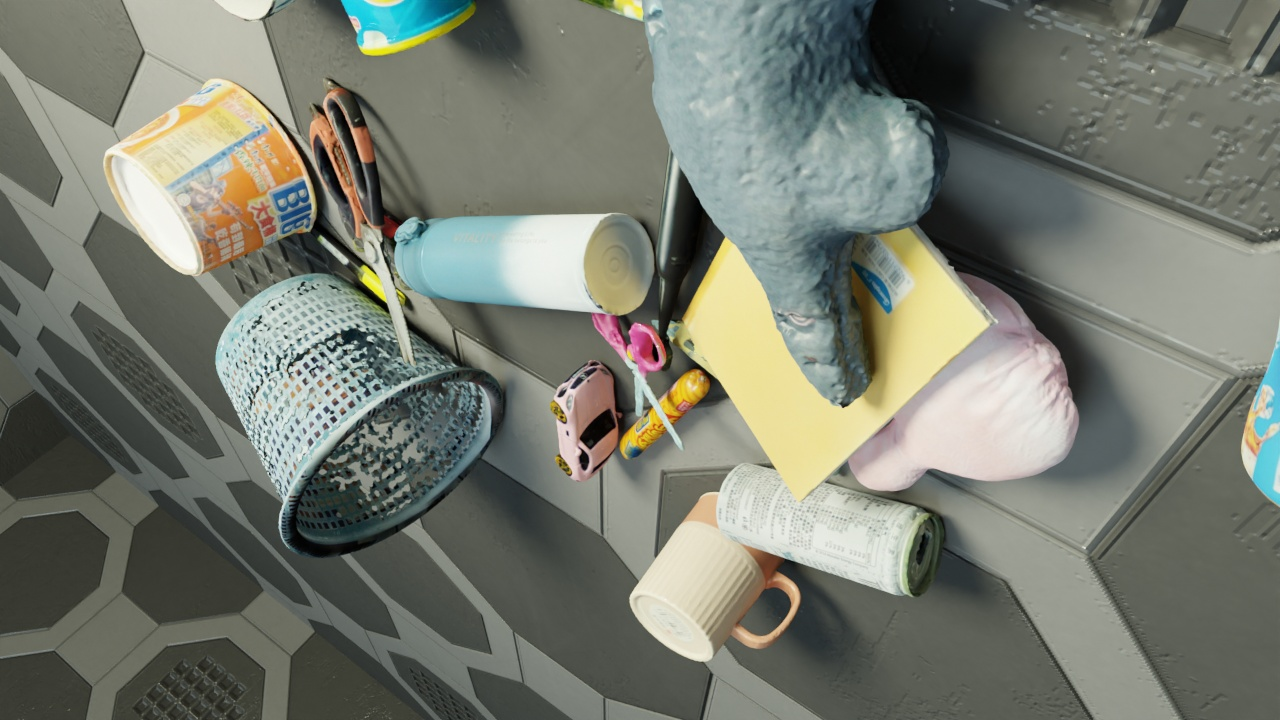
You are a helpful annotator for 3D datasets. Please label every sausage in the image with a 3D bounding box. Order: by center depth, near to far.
[{"bbox_3d":[0.015,0.043,0.695,0.021,0.021,0.166,42,148,1],"label":"sausage"}]

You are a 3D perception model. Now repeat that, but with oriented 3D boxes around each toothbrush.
[{"bbox_3d":[-0.009,-0.180,0.471,0.186,0.012,0.017,27,156,22],"label":"toothbrush"},{"bbox_3d":[0.022,-0.065,0.552,0.213,0.026,0.027,97,152,-50],"label":"toothbrush"}]

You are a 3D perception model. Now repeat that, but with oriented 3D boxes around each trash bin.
[{"bbox_3d":[-0.273,0.033,0.843,0.195,0.226,0.227,45,150,21],"label":"trash bin"}]

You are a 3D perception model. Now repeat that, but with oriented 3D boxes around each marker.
[{"bbox_3d":[-0.265,-0.090,0.851,0.124,0.015,0.018,40,149,10],"label":"marker"}]

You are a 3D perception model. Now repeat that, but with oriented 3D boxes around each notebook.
[{"bbox_3d":[0.090,-0.021,0.501,0.146,0.010,0.207,58,152,20],"label":"notebook"}]

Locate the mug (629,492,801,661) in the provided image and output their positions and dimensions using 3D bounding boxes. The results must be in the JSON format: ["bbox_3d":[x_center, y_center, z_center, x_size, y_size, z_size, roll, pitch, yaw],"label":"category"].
[{"bbox_3d":[0.065,0.178,0.720,0.114,0.105,0.082,32,147,17],"label":"mug"}]

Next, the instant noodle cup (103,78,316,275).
[{"bbox_3d":[-0.376,-0.151,0.798,0.151,0.111,0.152,28,142,25],"label":"instant noodle cup"}]

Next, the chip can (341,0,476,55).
[{"bbox_3d":[-0.157,-0.270,0.468,0.071,0.071,0.210,14,138,38],"label":"chip can"}]

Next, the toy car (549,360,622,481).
[{"bbox_3d":[-0.041,0.053,0.736,0.037,0.056,0.123,31,146,25],"label":"toy car"}]

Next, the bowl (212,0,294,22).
[{"bbox_3d":[-0.238,-0.275,0.556,0.116,0.066,0.117,28,144,23],"label":"bowl"}]

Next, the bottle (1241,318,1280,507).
[{"bbox_3d":[0.254,-0.035,0.309,0.065,0.065,0.219,15,137,37],"label":"bottle"}]

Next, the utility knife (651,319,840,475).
[{"bbox_3d":[0.073,0.020,0.618,0.162,0.018,0.031,43,144,8],"label":"utility knife"}]

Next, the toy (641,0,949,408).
[{"bbox_3d":[0.065,-0.130,0.370,0.138,0.091,0.357,19,131,25],"label":"toy"}]

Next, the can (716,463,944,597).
[{"bbox_3d":[0.125,0.113,0.624,0.147,0.058,0.058,11,136,40],"label":"can"}]

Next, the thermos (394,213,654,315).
[{"bbox_3d":[-0.092,-0.070,0.638,0.221,0.070,0.070,8,134,42],"label":"thermos"}]

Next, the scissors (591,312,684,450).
[{"bbox_3d":[-0.005,0.003,0.644,0.135,0.017,0.133,52,161,25],"label":"scissors"}]

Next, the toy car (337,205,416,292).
[{"bbox_3d":[-0.212,-0.101,0.763,0.106,0.031,0.049,35,146,21],"label":"toy car"}]

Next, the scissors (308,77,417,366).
[{"bbox_3d":[-0.218,-0.101,0.721,0.193,0.015,0.207,43,137,28],"label":"scissors"}]

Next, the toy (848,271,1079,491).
[{"bbox_3d":[0.152,0.018,0.488,0.121,0.054,0.160,53,146,-1],"label":"toy"}]
